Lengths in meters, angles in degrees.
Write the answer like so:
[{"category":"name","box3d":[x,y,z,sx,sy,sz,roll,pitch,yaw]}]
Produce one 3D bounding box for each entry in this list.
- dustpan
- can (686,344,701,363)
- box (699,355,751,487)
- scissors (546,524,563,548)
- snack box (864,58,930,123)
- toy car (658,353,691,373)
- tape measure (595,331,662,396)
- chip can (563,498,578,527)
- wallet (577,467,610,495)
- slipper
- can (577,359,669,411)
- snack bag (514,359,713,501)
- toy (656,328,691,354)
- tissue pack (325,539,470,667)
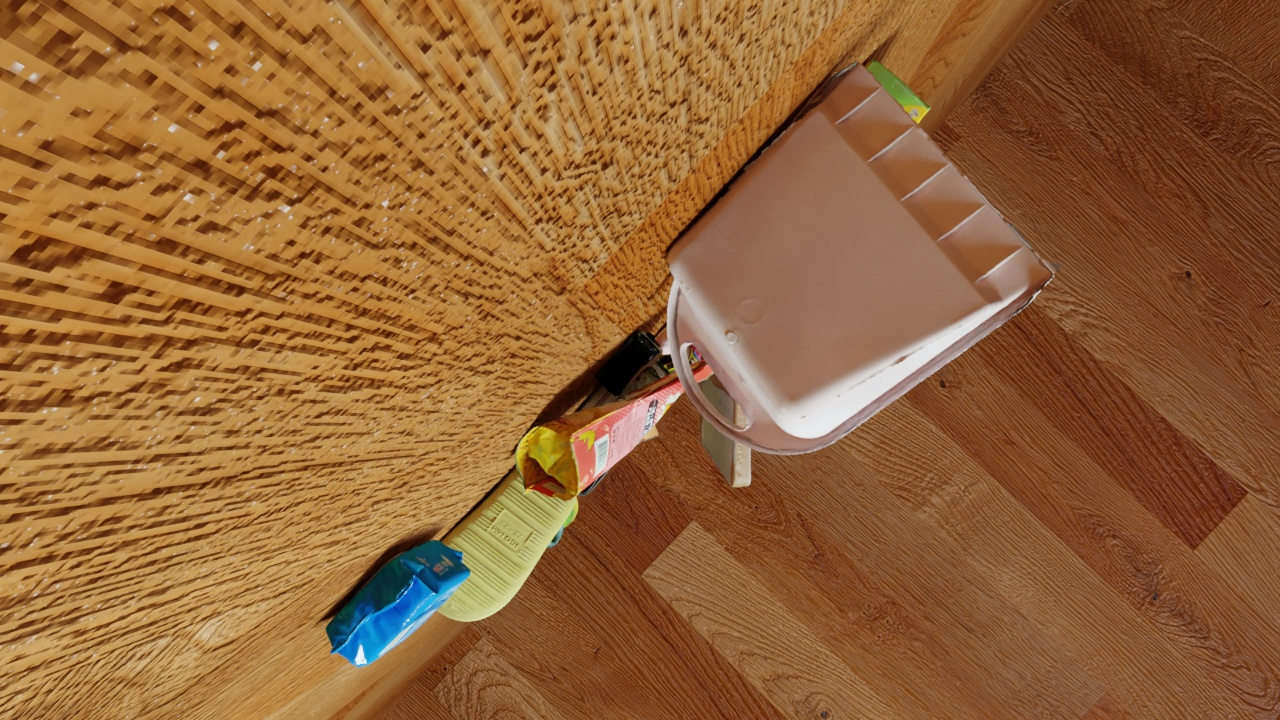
[{"category":"dustpan","box3d":[0.138,-0.057,0.729,0.273,0.222,0.139,-35,163,7]},{"category":"can","box3d":[0.034,0.021,1.256,0.132,0.053,0.053,-45,174,-17]},{"category":"box","box3d":[0.122,0.001,1.108,0.178,0.124,0.274,-121,-129,-72]},{"category":"scissors","box3d":[-0.101,0.163,1.121,0.172,0.019,0.179,-15,118,-79]},{"category":"snack box","box3d":[0.173,-0.170,0.872,0.157,0.070,0.210,-47,174,-3]},{"category":"toy car","box3d":[0.004,0.043,1.160,0.071,0.041,0.156,-7,144,-53]},{"category":"tape measure","box3d":[-0.008,0.002,0.925,0.066,0.033,0.066,-46,174,14]},{"category":"chip can","box3d":[-0.156,0.220,1.157,0.073,0.072,0.220,-49,173,26]},{"category":"wallet","box3d":[-0.046,0.091,1.095,0.097,0.020,0.122,-49,-158,32]},{"category":"slipper","box3d":[-0.142,0.185,0.954,0.190,0.091,0.082,-49,177,-12]},{"category":"can","box3d":[-0.032,0.057,1.004,0.147,0.058,0.058,-48,174,16]},{"category":"snack bag","box3d":[-0.020,0.066,0.897,0.207,0.073,0.129,-25,159,-47]},{"category":"toy","box3d":[0.077,-0.062,1.033,0.121,0.054,0.160,-46,-178,-38]},{"category":"tissue pack","box3d":[-0.203,0.201,0.782,0.095,0.052,0.157,-45,174,0]}]
